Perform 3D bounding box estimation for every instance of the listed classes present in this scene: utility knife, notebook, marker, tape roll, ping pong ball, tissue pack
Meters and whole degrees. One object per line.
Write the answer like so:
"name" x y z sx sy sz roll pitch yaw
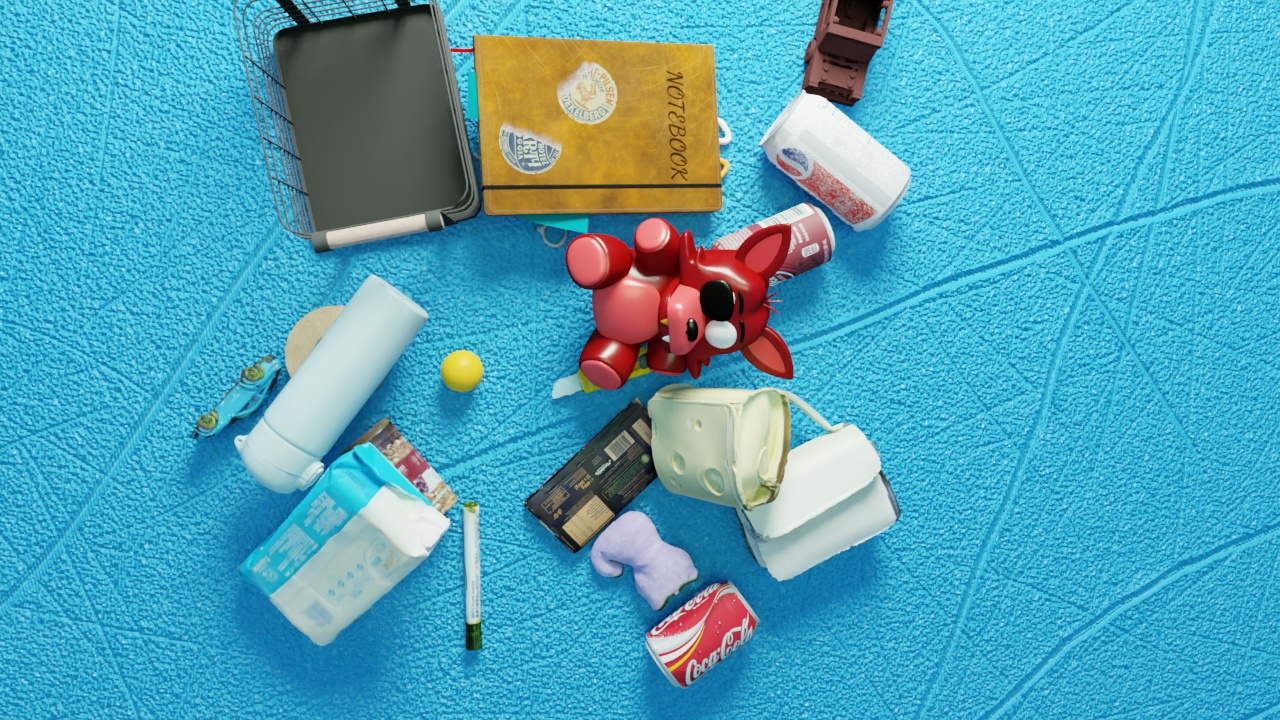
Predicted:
"utility knife" -0.005 0.005 0.915 0.175 0.017 0.030 -18 86 -3
"notebook" -0.043 -0.211 0.862 0.249 0.014 0.178 -4 92 -18
"marker" -0.165 0.212 0.903 0.017 0.017 0.146 -1 92 -7
"tape roll" -0.286 -0.005 0.873 0.094 0.027 0.094 0 93 -7
"ping pong ball" -0.171 0.010 0.880 0.040 0.040 0.040 0 93 -7
"tissue pack" -0.275 0.174 0.839 0.117 0.065 0.210 45 114 -6

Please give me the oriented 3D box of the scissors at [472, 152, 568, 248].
"scissors" -0.079 -0.184 0.893 0.171 0.014 0.141 21 95 -5

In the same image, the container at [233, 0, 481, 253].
"container" -0.244 -0.220 0.812 0.163 0.130 0.241 -11 94 -4

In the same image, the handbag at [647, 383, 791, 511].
"handbag" 0.075 0.079 0.864 0.081 0.119 0.111 -3 93 -42

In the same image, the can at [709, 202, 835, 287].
"can" 0.128 -0.106 0.899 0.114 0.063 0.063 -24 95 -5

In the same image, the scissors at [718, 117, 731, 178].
"scissors" 0.028 -0.221 0.907 0.131 0.012 0.073 13 90 -8

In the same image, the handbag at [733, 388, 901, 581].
"handbag" 0.157 0.111 0.908 0.151 0.074 0.176 -25 95 -5

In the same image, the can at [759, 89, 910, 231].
"can" 0.190 -0.194 0.894 0.136 0.078 0.078 37 88 -7

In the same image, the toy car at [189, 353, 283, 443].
"toy car" -0.373 0.039 0.855 0.032 0.048 0.105 44 86 -10

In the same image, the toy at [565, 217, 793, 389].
"toy" 0.039 -0.050 0.840 0.197 0.120 0.158 3 116 17

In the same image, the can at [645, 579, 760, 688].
"can" 0.062 0.269 0.908 0.104 0.064 0.064 -36 96 -4

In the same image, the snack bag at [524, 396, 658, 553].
"snack bag" -0.036 0.116 0.913 0.155 0.018 0.074 -42 96 -3

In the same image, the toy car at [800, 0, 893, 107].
"toy car" 0.207 -0.343 0.897 0.070 0.062 0.170 13 91 -7

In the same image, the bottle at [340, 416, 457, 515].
"bottle" -0.228 0.110 0.871 0.056 0.056 0.105 -40 97 -4

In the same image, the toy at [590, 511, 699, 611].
"toy" 0.001 0.201 0.914 0.080 0.036 0.099 -42 93 7

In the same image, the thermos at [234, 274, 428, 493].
"thermos" -0.277 0.023 0.827 0.078 0.065 0.207 36 88 -1
